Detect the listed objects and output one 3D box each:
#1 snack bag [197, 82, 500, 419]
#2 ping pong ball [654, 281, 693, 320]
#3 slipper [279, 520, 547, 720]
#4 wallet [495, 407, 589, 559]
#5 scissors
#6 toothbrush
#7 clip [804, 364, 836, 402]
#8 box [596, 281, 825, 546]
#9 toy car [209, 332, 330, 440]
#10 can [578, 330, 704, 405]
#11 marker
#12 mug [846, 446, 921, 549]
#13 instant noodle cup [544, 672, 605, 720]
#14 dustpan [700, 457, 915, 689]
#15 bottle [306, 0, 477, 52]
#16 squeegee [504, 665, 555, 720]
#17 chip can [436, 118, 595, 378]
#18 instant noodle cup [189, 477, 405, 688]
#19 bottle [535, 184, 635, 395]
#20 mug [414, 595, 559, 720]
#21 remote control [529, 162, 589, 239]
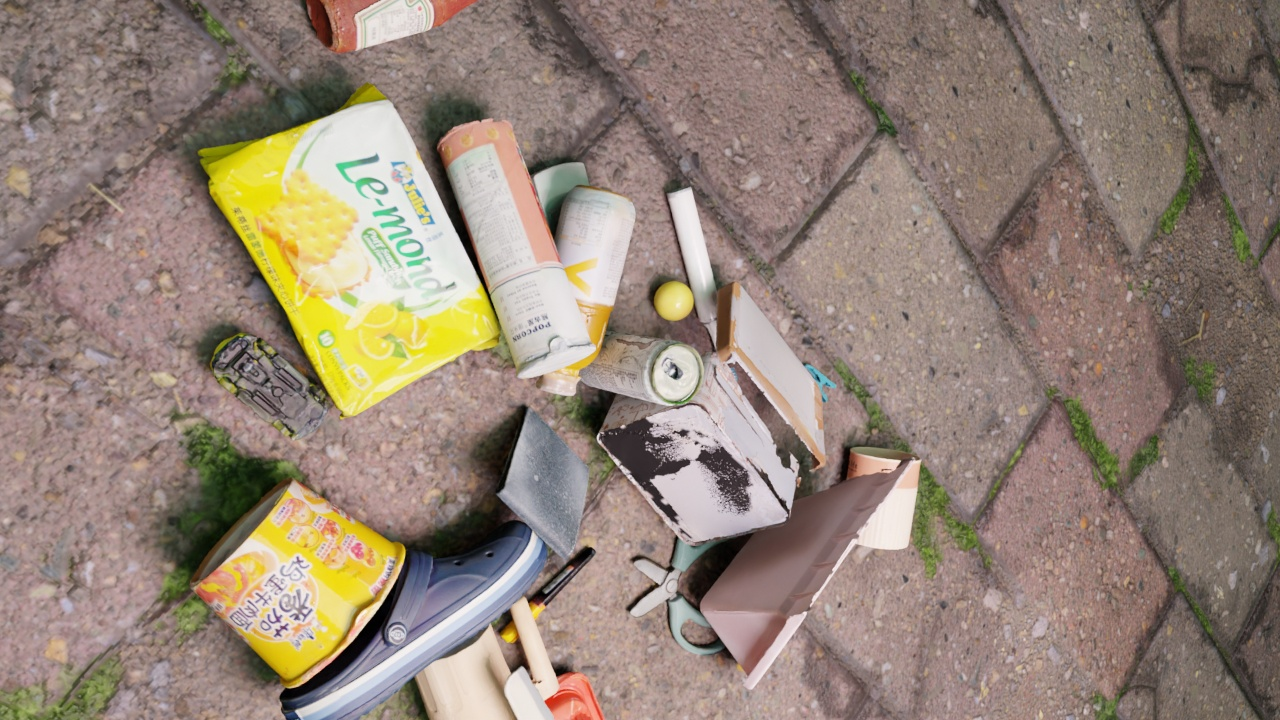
[{"bbox_3d":[-0.232,-0.084,0.755,0.157,0.068,0.246,-32,111,-24],"label":"snack bag"},{"bbox_3d":[0.034,-0.061,0.934,0.040,0.040,0.040,-4,97,-31],"label":"ping pong ball"},{"bbox_3d":[-0.198,0.210,0.784,0.252,0.105,0.095,-35,103,-33],"label":"slipper"},{"bbox_3d":[-0.087,0.111,0.853,0.097,0.019,0.120,51,27,-26],"label":"wallet"},{"bbox_3d":[0.067,0.249,1.004,0.170,0.019,0.179,-36,114,-24],"label":"scissors"},{"bbox_3d":[0.067,-0.071,0.961,0.026,0.026,0.221,-17,105,-6],"label":"toothbrush"},{"bbox_3d":[0.205,0.023,1.063,0.057,0.015,0.049,42,77,-29],"label":"clip"},{"bbox_3d":[0.083,0.048,0.938,0.183,0.157,0.192,52,35,-25],"label":"box"},{"bbox_3d":[-0.302,0.021,0.747,0.048,0.032,0.105,-51,129,-17],"label":"toy car"},{"bbox_3d":[-0.005,0.005,0.855,0.058,0.147,0.058,-4,98,-31],"label":"can"},{"bbox_3d":[-0.089,0.230,0.906,0.123,0.018,0.015,-43,114,-21],"label":"marker"},{"bbox_3d":[0.291,0.161,1.100,0.114,0.082,0.106,-2,99,-61],"label":"mug"},{"bbox_3d":[-0.087,0.422,0.895,0.164,0.079,0.189,-29,114,-22],"label":"instant noodle cup"},{"bbox_3d":[0.187,0.239,0.952,0.221,0.274,0.139,-43,97,-31],"label":"dustpan"},{"bbox_3d":[-0.174,-0.312,0.771,0.205,0.060,0.060,-29,109,-28],"label":"bottle"},{"bbox_3d":[-0.159,0.416,0.805,0.247,0.039,0.246,-23,109,5],"label":"squeegee"},{"bbox_3d":[-0.108,-0.096,0.785,0.071,0.071,0.214,-17,82,-29],"label":"chip can"},{"bbox_3d":[-0.274,0.167,0.726,0.110,0.138,0.137,46,72,-18],"label":"instant noodle cup"},{"bbox_3d":[-0.056,-0.062,0.842,0.068,0.068,0.189,11,96,-32],"label":"bottle"},{"bbox_3d":[-0.142,0.288,0.844,0.124,0.084,0.103,-24,106,-30],"label":"mug"},{"bbox_3d":[-0.065,-0.120,0.880,0.056,0.019,0.135,-21,106,-26],"label":"remote control"}]
